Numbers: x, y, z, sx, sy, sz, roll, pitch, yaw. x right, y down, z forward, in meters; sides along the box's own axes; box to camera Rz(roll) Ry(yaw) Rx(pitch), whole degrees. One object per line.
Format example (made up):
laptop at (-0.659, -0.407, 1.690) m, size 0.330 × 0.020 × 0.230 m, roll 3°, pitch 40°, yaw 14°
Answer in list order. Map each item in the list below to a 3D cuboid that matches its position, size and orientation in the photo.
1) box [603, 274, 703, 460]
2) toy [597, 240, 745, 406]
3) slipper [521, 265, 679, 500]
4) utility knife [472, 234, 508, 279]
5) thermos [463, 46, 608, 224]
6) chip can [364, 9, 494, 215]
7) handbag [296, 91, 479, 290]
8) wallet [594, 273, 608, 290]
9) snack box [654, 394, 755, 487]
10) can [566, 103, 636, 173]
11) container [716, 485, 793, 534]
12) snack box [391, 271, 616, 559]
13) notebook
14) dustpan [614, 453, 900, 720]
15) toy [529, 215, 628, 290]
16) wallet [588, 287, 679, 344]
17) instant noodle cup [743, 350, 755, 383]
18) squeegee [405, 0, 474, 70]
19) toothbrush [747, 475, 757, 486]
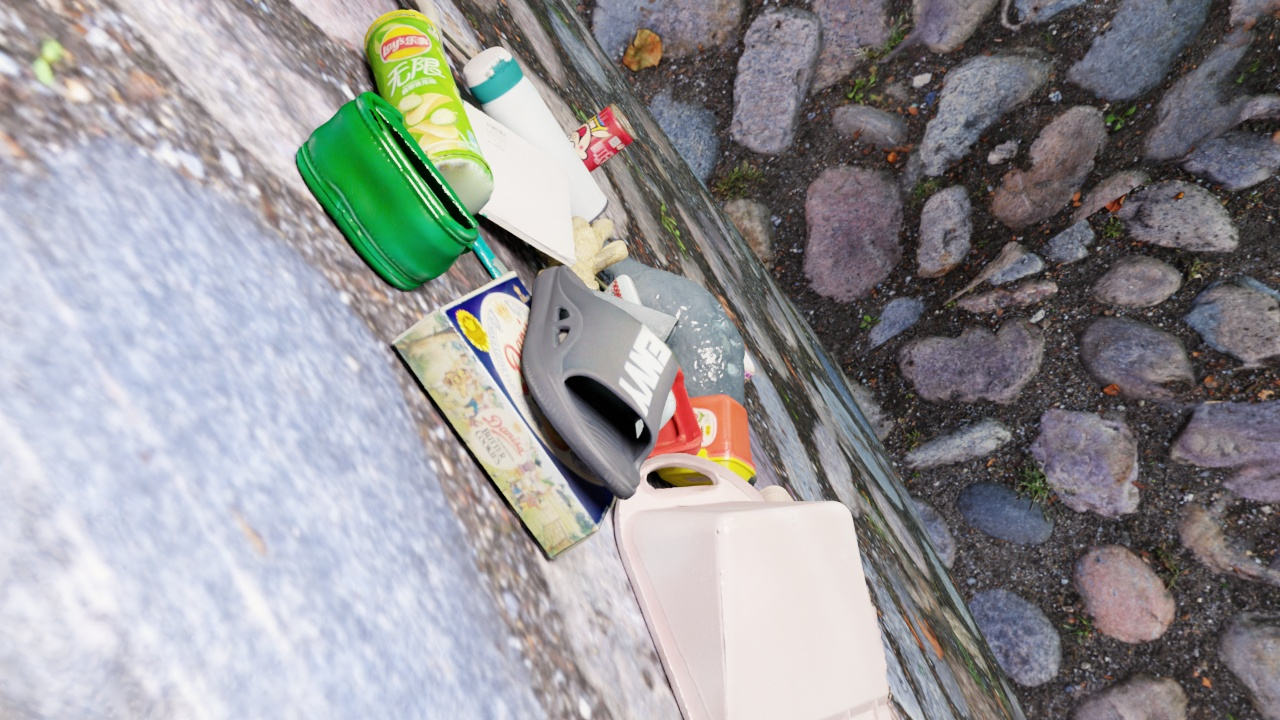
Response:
box at (-0.007, 0.003, 0.879) m, size 0.201 × 0.094 × 0.092 m, roll -110°, pitch -168°, yaw -45°
toy at (0.038, -0.017, 1.017) m, size 0.356 × 0.138 × 0.091 m, roll 61°, pitch -6°, yaw 18°
slipper at (-0.027, -0.011, 0.687) m, size 0.110 × 0.083 × 0.267 m, roll 48°, pitch 14°, yaw -28°
utility knife at (-0.139, -0.097, 0.824) m, size 0.161 × 0.013 × 0.029 m, roll 55°, pitch 13°, yaw -5°
thermos at (-0.123, -0.257, 1.072) m, size 0.224 × 0.073 × 0.073 m, roll 55°, pitch 13°, yaw -31°
chip can at (-0.188, -0.216, 0.805) m, size 0.072 × 0.073 × 0.221 m, roll 36°, pitch 24°, yaw -53°
handbag at (-0.176, -0.121, 0.668) m, size 0.131 × 0.068 × 0.120 m, roll 54°, pitch 7°, yaw -5°
wallet at (-0.036, -0.101, 1.153) m, size 0.115 × 0.024 × 0.087 m, roll 46°, pitch 19°, yaw -39°
snack box at (0.064, 0.080, 0.911) m, size 0.082 × 0.091 × 0.080 m, roll 37°, pitch 50°, yaw -55°
can at (-0.073, -0.261, 1.151) m, size 0.053 × 0.133 × 0.053 m, roll 51°, pitch 16°, yaw -21°
container at (0.127, 0.202, 0.907) m, size 0.090 × 0.090 × 0.110 m, roll 51°, pitch 19°, yaw -21°
snack box at (-0.081, 0.030, 0.677) m, size 0.182 × 0.046 × 0.177 m, roll 56°, pitch 14°, yaw -7°
notebook at (-0.133, -0.189, 0.942) m, size 0.150 × 0.012 × 0.208 m, roll 30°, pitch 29°, yaw -26°
dustpan at (0.085, 0.206, 0.755) m, size 0.222 × 0.139 × 0.273 m, roll 7°, pitch 75°, yaw -43°
toy at (-0.066, -0.113, 0.979) m, size 0.156 × 0.105 × 0.066 m, roll -76°, pitch 176°, yaw -55°
wallet at (-0.029, -0.017, 0.821) m, size 0.097 × 0.019 × 0.120 m, roll 19°, pitch 41°, yaw 11°
instant noodle cup at (0.076, 0.012, 1.106) m, size 0.111 × 0.099 × 0.111 m, roll 48°, pitch 16°, yaw -19°
squeegee at (-0.231, -0.355, 0.987) m, size 0.246 × 0.039 × 0.246 m, roll 37°, pitch 22°, yaw -47°
toothbrush at (0.094, 0.103, 1.152) m, size 0.189 × 0.017 × 0.014 m, roll 46°, pitch 12°, yaw -31°
